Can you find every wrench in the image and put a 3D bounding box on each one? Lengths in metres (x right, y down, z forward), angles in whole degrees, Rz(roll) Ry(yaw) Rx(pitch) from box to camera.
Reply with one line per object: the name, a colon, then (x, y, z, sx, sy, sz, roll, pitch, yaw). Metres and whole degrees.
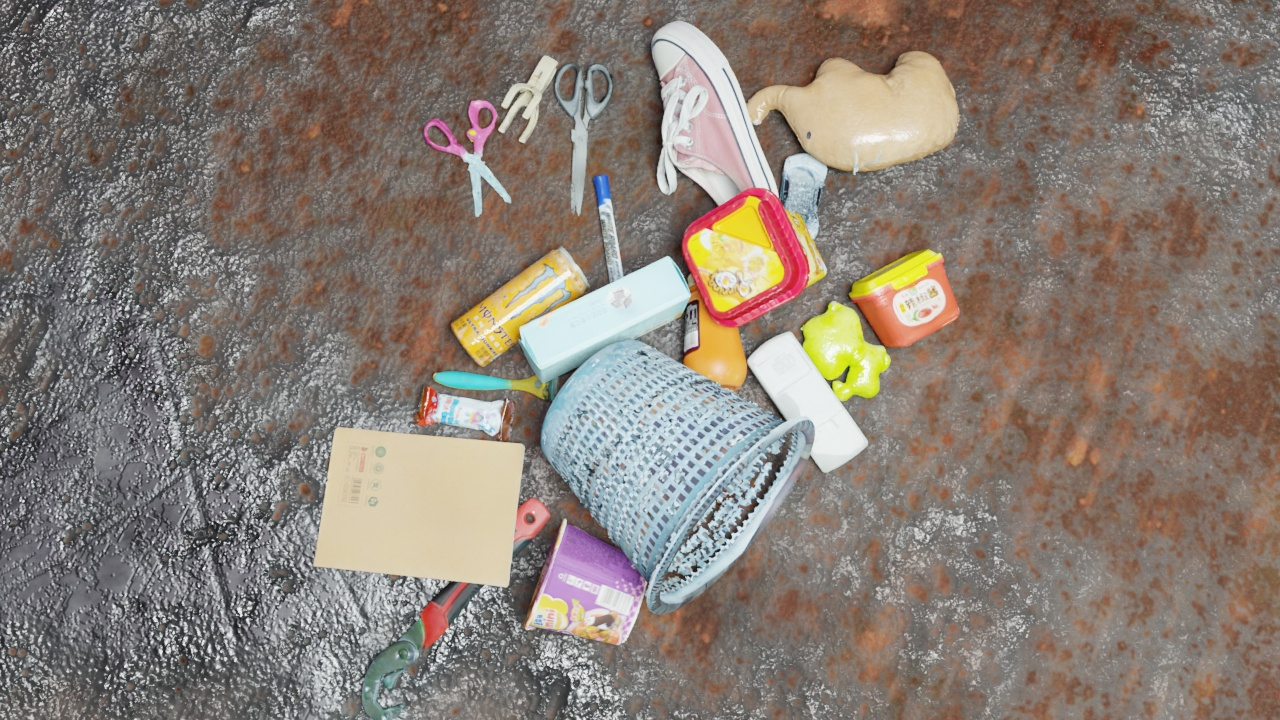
wrench: (-0.192, 0.252, 0.945, 0.056, 0.016, 0.273, 39, 84, 7)

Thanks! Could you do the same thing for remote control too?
remote control: (0.173, 0.043, 0.959, 0.058, 0.021, 0.150, -34, 88, 6)

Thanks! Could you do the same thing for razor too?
razor: (-0.153, 0.023, 0.973, 0.132, 0.028, 0.043, 3, 80, -1)

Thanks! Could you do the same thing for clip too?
clip: (-0.121, -0.293, 1.005, 0.035, 0.095, 0.102, 28, 92, -1)

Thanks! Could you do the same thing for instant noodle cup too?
instant noodle cup: (0.123, -0.103, 0.930, 0.116, 0.123, 0.116, -28, 80, 31)
instant noodle cup: (-0.051, 0.225, 0.906, 0.099, 0.112, 0.111, 21, 82, -5)

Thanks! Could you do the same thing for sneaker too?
sneaker: (0.060, -0.246, 0.977, 0.087, 0.118, 0.241, -23, 86, -23)

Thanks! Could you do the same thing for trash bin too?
trash bin: (0.021, 0.090, 0.875, 0.195, 0.226, 0.226, 39, 83, 24)

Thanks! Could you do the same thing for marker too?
marker: (-0.033, -0.132, 1.002, 0.017, 0.017, 0.145, -9, 81, 0)

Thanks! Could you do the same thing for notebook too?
notebook: (-0.230, 0.151, 0.956, 0.208, 0.008, 0.147, 4, 79, 6)

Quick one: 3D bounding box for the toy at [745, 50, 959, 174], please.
toy: (0.227, -0.265, 0.990, 0.226, 0.083, 0.143, -4, 61, 3)

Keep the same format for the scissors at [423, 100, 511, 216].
scissors: (-0.194, -0.223, 1.022, 0.108, 0.017, 0.135, -3, 85, -3)

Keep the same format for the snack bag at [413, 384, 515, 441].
snack bag: (-0.185, 0.056, 0.971, 0.105, 0.026, 0.045, 10, 79, 1)

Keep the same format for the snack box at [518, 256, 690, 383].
snack box: (-0.037, -0.040, 0.937, 0.174, 0.074, 0.051, -27, 81, -10)

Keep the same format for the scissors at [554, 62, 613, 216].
scissors: (-0.077, -0.250, 1.026, 0.133, 0.014, 0.175, 36, 86, 5)

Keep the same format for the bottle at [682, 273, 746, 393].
bottle: (0.074, -0.040, 0.965, 0.067, 0.067, 0.149, -4, 73, 0)

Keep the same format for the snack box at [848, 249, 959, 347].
snack box: (0.277, -0.062, 0.957, 0.091, 0.082, 0.080, -28, 95, -3)

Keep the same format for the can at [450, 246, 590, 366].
can: (-0.127, -0.057, 0.971, 0.146, 0.058, 0.058, -37, 82, -4)

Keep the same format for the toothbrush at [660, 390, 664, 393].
toothbrush: (-0.006, 0.006, 0.978, 0.189, 0.020, 0.029, 46, 46, 7)

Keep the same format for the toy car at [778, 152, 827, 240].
toy car: (0.174, -0.178, 0.998, 0.049, 0.031, 0.105, 9, 80, 1)

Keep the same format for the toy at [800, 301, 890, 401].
toy: (0.214, -0.008, 0.970, 0.100, 0.031, 0.096, 22, 86, 5)
